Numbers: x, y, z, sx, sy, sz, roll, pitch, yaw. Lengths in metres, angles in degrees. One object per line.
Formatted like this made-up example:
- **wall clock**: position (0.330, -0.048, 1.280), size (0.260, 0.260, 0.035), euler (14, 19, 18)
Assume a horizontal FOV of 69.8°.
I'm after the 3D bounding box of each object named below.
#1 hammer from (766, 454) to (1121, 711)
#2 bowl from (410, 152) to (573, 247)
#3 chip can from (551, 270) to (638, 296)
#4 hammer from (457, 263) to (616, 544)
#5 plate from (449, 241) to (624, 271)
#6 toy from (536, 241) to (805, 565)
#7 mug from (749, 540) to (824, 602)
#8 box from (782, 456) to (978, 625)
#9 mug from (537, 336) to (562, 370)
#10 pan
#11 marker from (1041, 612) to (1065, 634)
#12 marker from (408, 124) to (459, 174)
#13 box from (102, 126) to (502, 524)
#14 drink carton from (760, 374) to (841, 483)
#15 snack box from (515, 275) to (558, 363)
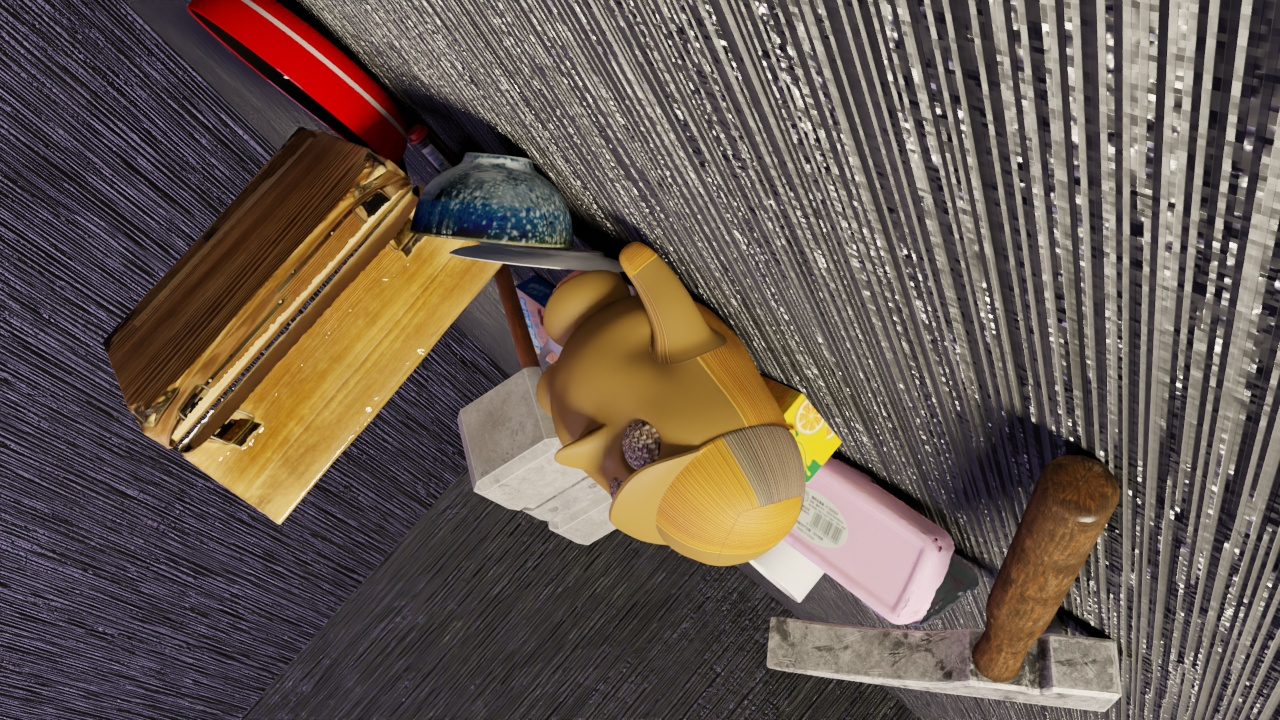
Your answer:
- **hammer**: position (0.170, 0.129, 0.507), size (0.218, 0.037, 0.301), euler (2, 148, 14)
- **bowl**: position (-0.103, -0.114, 0.647), size (0.114, 0.061, 0.114), euler (4, -171, -1)
- **chip can**: position (-0.005, 0.005, 0.818), size (0.080, 0.079, 0.229), euler (37, 171, 30)
- **hammer**: position (-0.103, -0.004, 0.834), size (0.162, 0.083, 0.317), euler (41, -159, -50)
- **plate**: position (-0.072, -0.079, 0.677), size (0.134, 0.011, 0.134), euler (6, -171, -1)
- **toy**: position (0.018, 0.048, 0.599), size (0.203, 0.162, 0.199), euler (50, 144, 37)
- **mug**: position (0.145, 0.173, 0.923), size (0.110, 0.090, 0.074), euler (35, 169, 38)
- **box**: position (0.162, 0.124, 0.715), size (0.095, 0.088, 0.202), euler (10, -164, -42)
- **mug**: position (-0.064, -0.006, 0.911), size (0.089, 0.107, 0.071), euler (47, 178, 25)
- **pan**: position (-0.265, -0.219, 0.874), size (0.209, 0.067, 0.356), euler (34, 176, 37)
- **marker**: position (0.288, 0.196, 0.644), size (0.016, 0.022, 0.138), euler (41, 174, 44)
- **marker**: position (-0.162, -0.161, 0.855), size (0.024, 0.021, 0.145), euler (2, 146, 41)
- **box**: position (-0.294, -0.046, 0.783), size (0.215, 0.279, 0.257), euler (43, 172, -18)
- **drink carton**: position (0.090, 0.042, 0.689), size (0.058, 0.041, 0.122), euler (47, 171, -31)
- **snack box**: position (-0.081, -0.025, 1.028), size (0.151, 0.034, 0.087), euler (35, 144, 37)
